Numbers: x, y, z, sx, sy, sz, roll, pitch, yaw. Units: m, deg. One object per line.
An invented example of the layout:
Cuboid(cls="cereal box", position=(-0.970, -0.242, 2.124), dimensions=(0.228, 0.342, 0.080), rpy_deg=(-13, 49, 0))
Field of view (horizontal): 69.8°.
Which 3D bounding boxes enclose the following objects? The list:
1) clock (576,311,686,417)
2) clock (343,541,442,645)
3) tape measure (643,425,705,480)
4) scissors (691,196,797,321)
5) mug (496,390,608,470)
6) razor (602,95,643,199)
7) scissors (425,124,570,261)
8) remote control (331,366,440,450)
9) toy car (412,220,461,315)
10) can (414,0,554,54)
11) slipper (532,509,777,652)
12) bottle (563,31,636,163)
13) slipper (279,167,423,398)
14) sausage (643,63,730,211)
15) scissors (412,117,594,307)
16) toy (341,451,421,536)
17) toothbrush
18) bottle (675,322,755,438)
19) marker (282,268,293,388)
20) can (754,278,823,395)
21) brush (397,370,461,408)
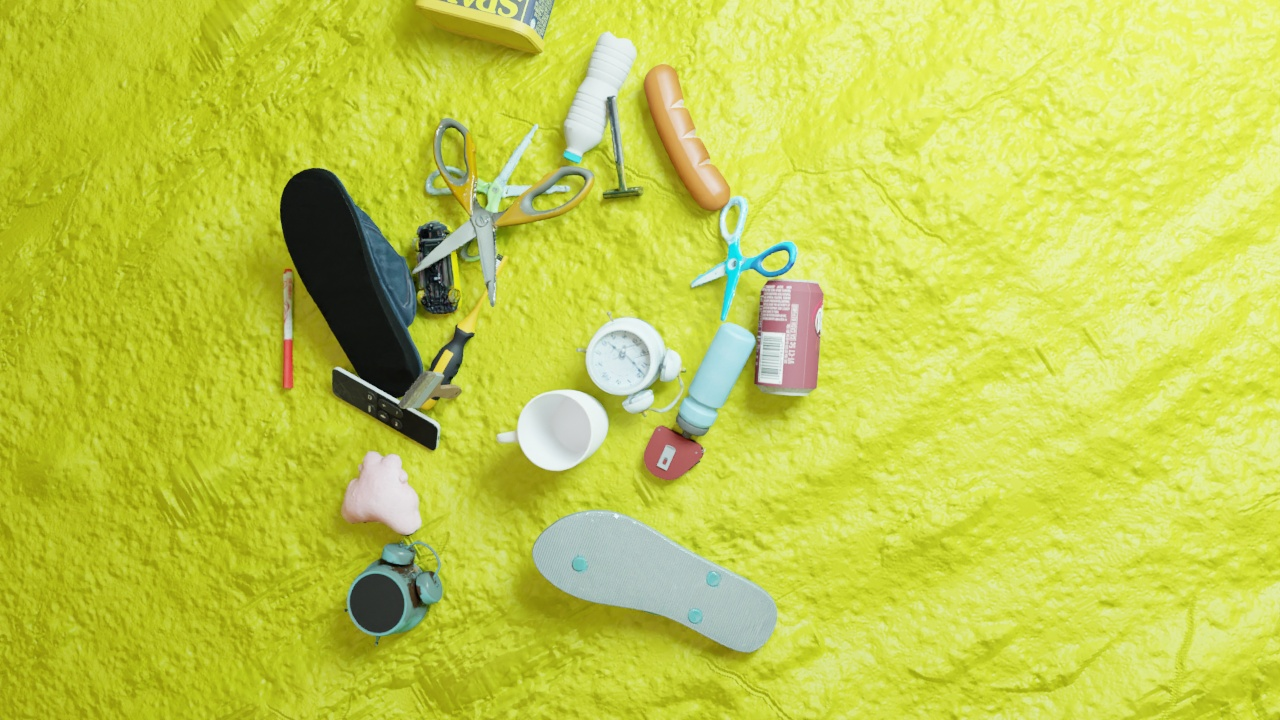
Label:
Cuboid(cls="clock", position=(-0.006, 0.006, 0.971), dimensions=(0.117, 0.057, 0.083), rpy_deg=(40, 100, 1))
Cuboid(cls="clock", position=(-0.278, 0.260, 1.045), dimensions=(0.090, 0.053, 0.124), rpy_deg=(43, 98, 8))
Cuboid(cls="tape measure", position=(0.034, 0.103, 0.983), dimensions=(0.059, 0.019, 0.051), rpy_deg=(25, 97, 11))
Cuboid(cls="scissors", position=(0.106, -0.104, 0.934), dimensions=(0.140, 0.011, 0.134), rpy_deg=(8, 82, 45))
Cuboid(cls="mug", position=(-0.093, 0.073, 0.976), dimensions=(0.114, 0.087, 0.081), rpy_deg=(-10, 90, 13))
Cuboid(cls="razor", position=(-0.024, -0.225, 0.967), dimensions=(0.042, 0.026, 0.106), rpy_deg=(-2, 109, 15))
Cuboid(cls="scissors", position=(-0.166, -0.192, 1.020), dimensions=(0.166, 0.024, 0.171), rpy_deg=(33, 97, 16))
Cuboid(cls="remote control", position=(-0.293, 0.055, 1.051), dimensions=(0.147, 0.008, 0.045), rpy_deg=(28, 134, 11))
Cuboid(cls="toy car", position=(-0.226, -0.103, 1.029), dimensions=(0.049, 0.030, 0.107), rpy_deg=(0, 98, 20))
Cuboid(cls="can", position=(-0.158, -0.403, 0.982), dimensions=(0.135, 0.075, 0.104), rpy_deg=(18, 93, 12))
Cuboid(cls="slipper", position=(0.018, 0.227, 0.982), dimensions=(0.269, 0.054, 0.098), rpy_deg=(20, 94, 1))
Cuboid(cls="bottle", position=(-0.048, -0.276, 0.975), dimensions=(0.044, 0.044, 0.136), rpy_deg=(25, 97, 11))
Cuboid(cls="slipper", position=(-0.306, -0.092, 1.027), dimensions=(0.109, 0.083, 0.266), rpy_deg=(-10, 113, 30))
Cuboid(cls="sausage", position=(0.046, -0.230, 0.957), dimensions=(0.044, 0.039, 0.164), rpy_deg=(-25, 86, 16))
Cuboid(cls="scissors", position=(-0.156, -0.171, 0.995), dimensions=(0.230, 0.016, 0.225), rpy_deg=(-14, 79, 7))
Cuboid(cls="toy", position=(-0.297, 0.150, 1.046), dimensions=(0.102, 0.050, 0.093), rpy_deg=(5, 96, 16))
Cuboid(cls="toothbrush", position=(-0.198, -0.031, 1.029), dimensions=(0.031, 0.031, 0.197), rpy_deg=(30, 95, 7))
Cuboid(cls="bottle", position=(0.074, 0.025, 0.951), dimensions=(0.040, 0.040, 0.130), rpy_deg=(29, 110, 10))
Cuboid(cls="marker", position=(-0.418, -0.038, 1.087), dimensions=(0.013, 0.012, 0.142), rpy_deg=(1, 92, 13))
Cuboid(cls="can", position=(0.150, -0.024, 0.928), dimensions=(0.063, 0.063, 0.114), rpy_deg=(4, 93, 13))
Cuboid(cls="brush", position=(-0.216, 0.033, 0.975), dimensions=(0.008, 0.143, 0.045), rpy_deg=(39, 91, 8))
